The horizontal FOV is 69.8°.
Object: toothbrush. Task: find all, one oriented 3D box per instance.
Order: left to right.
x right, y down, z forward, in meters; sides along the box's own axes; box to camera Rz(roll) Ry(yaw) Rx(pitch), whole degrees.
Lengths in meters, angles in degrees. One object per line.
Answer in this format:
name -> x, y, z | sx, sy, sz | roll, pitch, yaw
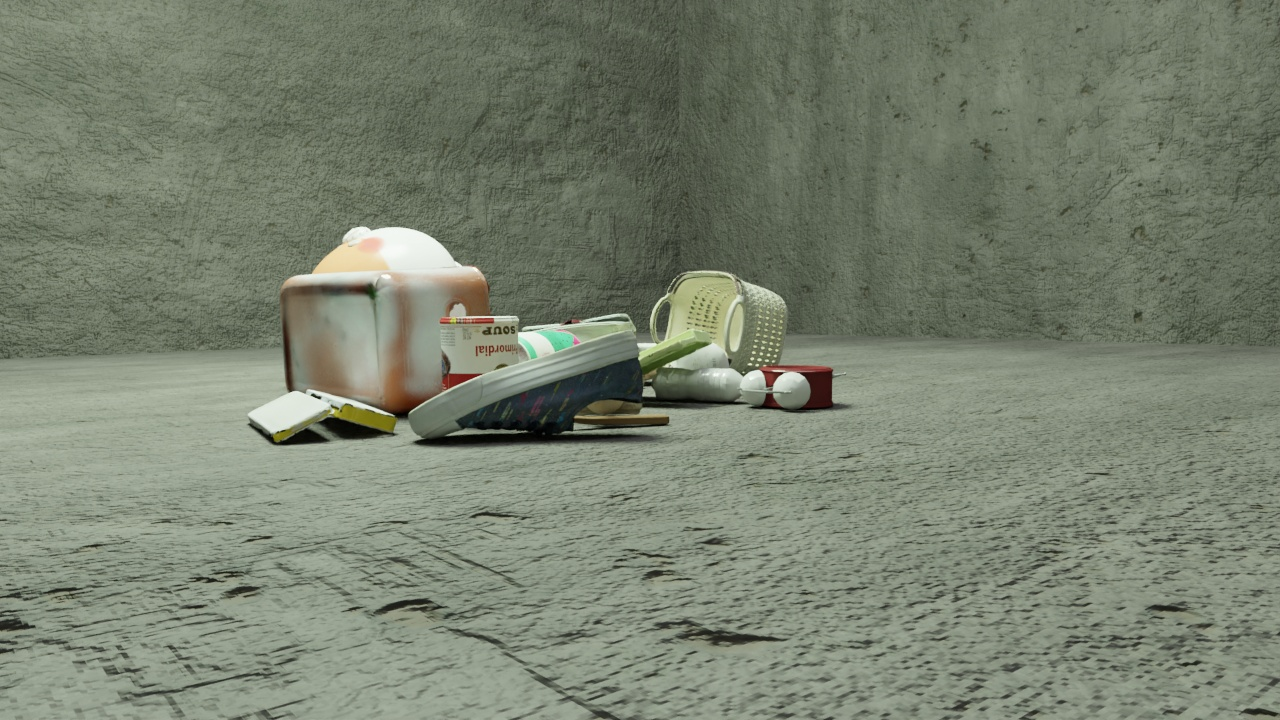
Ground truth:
toothbrush -> -0.049, 0.064, 0.959 | 0.166, 0.016, 0.016 | 0, 3, -18

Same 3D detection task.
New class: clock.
clock -> -0.040, 0.041, 1.014 | 0.093, 0.054, 0.141 | -1, -4, -2
clock -> 0.185, 0.032, 1.130 | 0.137, 0.048, 0.096 | -3, 4, -42

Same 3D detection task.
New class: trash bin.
trash bin -> -0.333, -0.028, 1.182 | 0.260, 0.181, 0.157 | 3, 7, 38

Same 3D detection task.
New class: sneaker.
sneaker -> -0.106, 0.042, 0.903 | 0.235, 0.079, 0.087 | -19, -4, -6

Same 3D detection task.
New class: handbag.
handbag -> -0.108, -0.023, 1.601 | 0.198, 0.096, 0.142 | -8, 0, 6

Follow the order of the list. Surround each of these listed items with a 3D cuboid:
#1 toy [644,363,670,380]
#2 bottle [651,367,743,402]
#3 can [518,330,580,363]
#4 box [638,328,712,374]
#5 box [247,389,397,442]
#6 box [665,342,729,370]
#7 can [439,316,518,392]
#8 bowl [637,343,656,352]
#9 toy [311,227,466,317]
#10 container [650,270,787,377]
toy -> -0.004, 0.014, 1.464 | 0.118, 0.043, 0.092 | -4, -5, 38
bottle -> 0.083, 0.032, 1.195 | 0.136, 0.044, 0.044 | 1, 4, 26
can -> -0.156, 0.000, 1.389 | 0.088, 0.088, 0.165 | 1, 4, 24
box -> -0.007, 0.008, 1.208 | 0.188, 0.030, 0.138 | -25, -6, 22
box -> -0.347, 0.057, 0.987 | 0.128, 0.045, 0.210 | -6, 6, -30
box -> 0.078, 0.005, 1.342 | 0.094, 0.084, 0.165 | -9, 2, 2
can -> -0.178, 0.010, 1.018 | 0.086, 0.116, 0.086 | -1, 4, 0
bowl -> 0.004, -0.004, 1.714 | 0.115, 0.050, 0.114 | -1, 4, 0
toy -> -0.418, -0.086, 1.489 | 0.280, 0.266, 0.263 | -21, 11, -30
container -> 0.137, -0.054, 1.573 | 0.143, 0.184, 0.252 | 11, -1, -28
